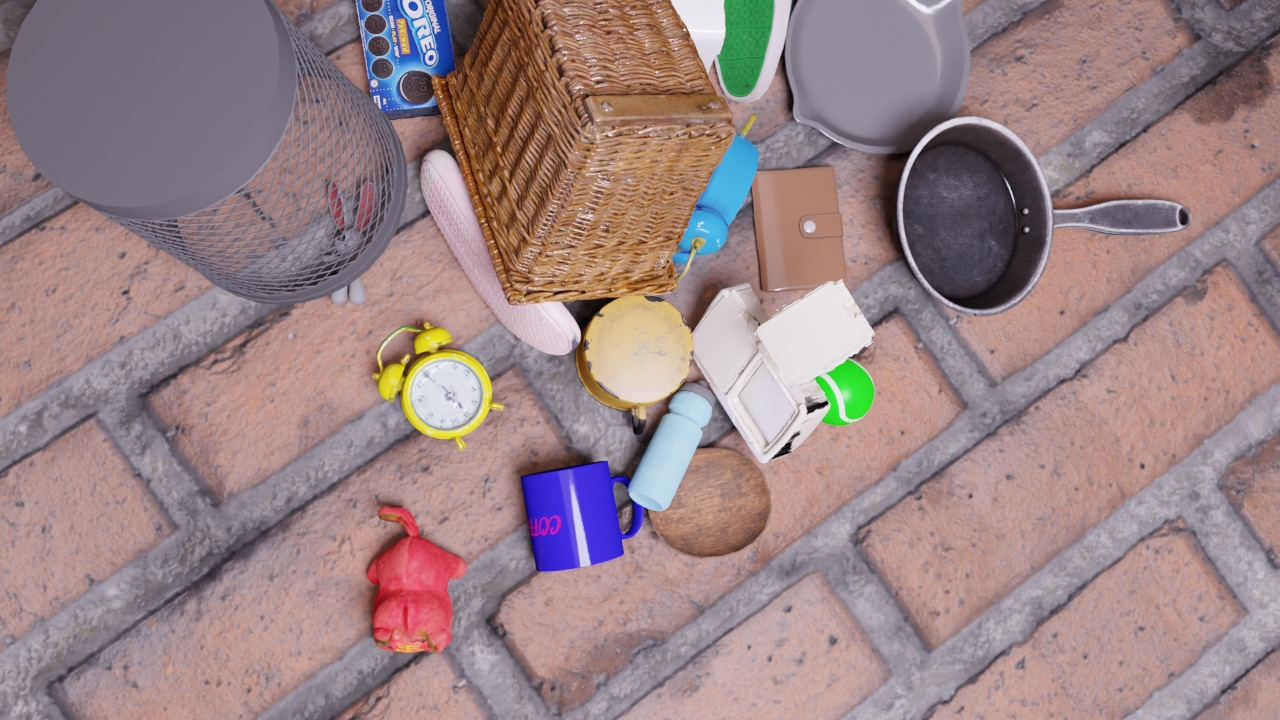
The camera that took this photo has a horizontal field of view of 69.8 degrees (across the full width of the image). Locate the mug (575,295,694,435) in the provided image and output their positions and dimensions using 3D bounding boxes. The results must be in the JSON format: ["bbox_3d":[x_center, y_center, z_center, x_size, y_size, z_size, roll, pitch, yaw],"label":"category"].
[{"bbox_3d":[-0.005,0.005,0.825,0.100,0.094,0.123,-4,85,-7],"label":"mug"}]

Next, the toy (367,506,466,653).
[{"bbox_3d":[-0.195,0.190,0.788,0.088,0.094,0.133,-8,84,-8],"label":"toy"}]

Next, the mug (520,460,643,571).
[{"bbox_3d":[-0.047,0.135,0.823,0.111,0.079,0.083,-8,85,-32],"label":"mug"}]

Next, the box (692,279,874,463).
[{"bbox_3d":[0.099,-0.010,0.774,0.070,0.187,0.143,-16,61,-31],"label":"box"}]

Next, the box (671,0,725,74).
[{"bbox_3d":[0.004,-0.335,0.851,0.136,0.109,0.121,0,84,-8],"label":"box"}]

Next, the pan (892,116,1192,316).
[{"bbox_3d":[0.394,-0.139,0.899,0.356,0.055,0.187,-3,91,-23],"label":"pan"}]

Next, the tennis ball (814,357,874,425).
[{"bbox_3d":[0.186,0.029,0.861,0.065,0.065,0.065,1,85,-7],"label":"tennis ball"}]

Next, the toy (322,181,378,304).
[{"bbox_3d":[-0.265,-0.107,0.838,0.049,0.030,0.111,1,84,-2],"label":"toy"}]

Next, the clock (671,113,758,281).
[{"bbox_3d":[0.051,-0.147,0.839,0.060,0.117,0.161,23,83,-16],"label":"clock"}]

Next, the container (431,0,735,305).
[{"bbox_3d":[-0.045,-0.200,0.741,0.162,0.184,0.249,-8,62,-29],"label":"container"}]

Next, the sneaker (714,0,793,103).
[{"bbox_3d":[0.127,-0.364,0.868,0.078,0.084,0.235,-9,111,-40],"label":"sneaker"}]

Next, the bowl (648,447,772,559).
[{"bbox_3d":[0.063,0.134,0.854,0.114,0.026,0.102,-9,72,-5],"label":"bowl"}]

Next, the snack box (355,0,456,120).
[{"bbox_3d":[-0.219,-0.304,0.862,0.082,0.027,0.150,-10,87,-7],"label":"snack box"}]

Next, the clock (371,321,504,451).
[{"bbox_3d":[-0.183,0.021,0.821,0.119,0.057,0.083,45,82,-7],"label":"clock"}]

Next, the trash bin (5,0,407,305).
[{"bbox_3d":[-0.324,-0.174,0.718,0.218,0.227,0.217,0,81,3],"label":"trash bin"}]

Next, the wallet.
[{"bbox_3d":[0.156,-0.129,0.897,0.087,0.013,0.121,-5,85,-7],"label":"wallet"}]

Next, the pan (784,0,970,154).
[{"bbox_3d":[0.271,-0.250,0.916,0.216,0.024,0.354,-38,95,-8],"label":"pan"}]

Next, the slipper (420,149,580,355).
[{"bbox_3d":[-0.126,-0.096,0.823,0.055,0.107,0.221,-34,83,-25],"label":"slipper"}]

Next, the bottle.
[{"bbox_3d":[0.032,0.073,0.839,0.040,0.040,0.129,29,65,-3],"label":"bottle"}]
